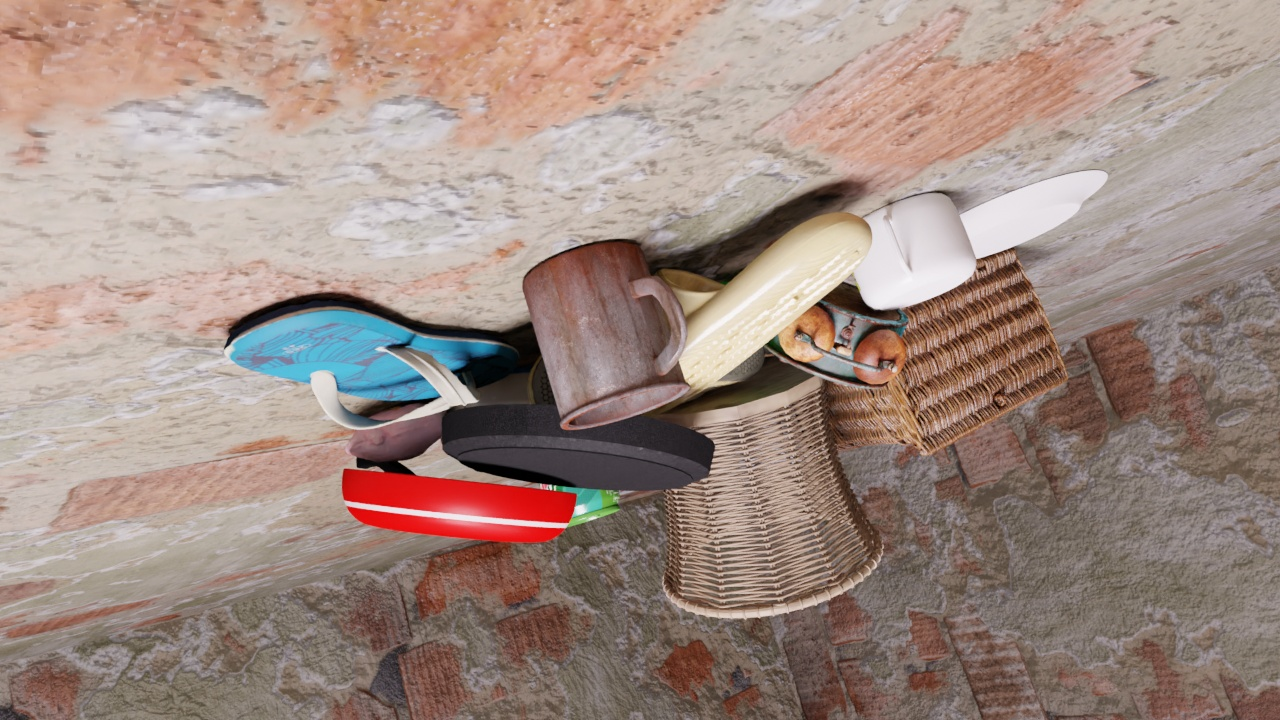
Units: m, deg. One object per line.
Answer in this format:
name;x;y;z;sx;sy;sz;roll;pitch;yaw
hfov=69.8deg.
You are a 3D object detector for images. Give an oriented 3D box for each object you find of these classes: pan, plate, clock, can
pan;-0.209;0.129;0.890;0.208;0.067;0.357;13;169;-37
pan;-0.084;0.089;0.815;0.225;0.034;0.357;13;162;-27
plate;0.350;-0.127;0.876;0.188;0.016;0.189;-17;169;-4
clock;0.164;-0.017;0.782;0.121;0.073;0.157;18;-161;-2
can;-0.078;0.108;1.021;0.083;0.144;0.083;-17;169;-4

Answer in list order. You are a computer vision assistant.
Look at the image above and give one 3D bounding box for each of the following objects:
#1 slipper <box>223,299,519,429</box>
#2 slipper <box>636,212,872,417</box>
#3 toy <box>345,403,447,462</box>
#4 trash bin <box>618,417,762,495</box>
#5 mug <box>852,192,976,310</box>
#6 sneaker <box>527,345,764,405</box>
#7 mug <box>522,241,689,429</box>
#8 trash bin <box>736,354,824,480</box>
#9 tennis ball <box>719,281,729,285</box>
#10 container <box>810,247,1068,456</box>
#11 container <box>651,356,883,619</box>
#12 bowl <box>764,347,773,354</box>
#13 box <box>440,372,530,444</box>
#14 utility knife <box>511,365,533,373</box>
slipper;-0.178;0.015;0.660;0.118;0.060;0.294;-17;169;13
slipper;0.055;-0.041;0.694;0.262;0.079;0.111;-38;156;30
toy;-0.227;0.069;0.854;0.093;0.050;0.103;-12;172;-24
trash bin;0.031;0.085;1.151;0.114;0.114;0.230;-9;166;-35
mug;0.214;-0.086;0.736;0.094;0.068;0.115;-23;168;23
sneaker;-0.005;0.005;0.834;0.241;0.089;0.102;-11;179;-33
mug;-0.016;-0.021;0.609;0.096;0.110;0.123;-14;169;-45
trash bin;0.219;0.058;1.234;0.142;0.142;0.247;-15;168;-15
tennis ball;0.073;-0.034;0.777;0.065;0.065;0.065;-17;169;-4
container;0.305;0.001;1.019;0.249;0.162;0.184;-20;176;-31
container;0.110;0.116;0.924;0.227;0.196;0.226;-14;-169;2
bowl;0.150;-0.032;0.965;0.110;0.040;0.110;-17;169;-4
box;-0.098;0.059;0.889;0.185;0.065;0.146;17;156;-17
utility knife;-0.092;0.010;0.866;0.195;0.015;0.031;-6;161;-34
